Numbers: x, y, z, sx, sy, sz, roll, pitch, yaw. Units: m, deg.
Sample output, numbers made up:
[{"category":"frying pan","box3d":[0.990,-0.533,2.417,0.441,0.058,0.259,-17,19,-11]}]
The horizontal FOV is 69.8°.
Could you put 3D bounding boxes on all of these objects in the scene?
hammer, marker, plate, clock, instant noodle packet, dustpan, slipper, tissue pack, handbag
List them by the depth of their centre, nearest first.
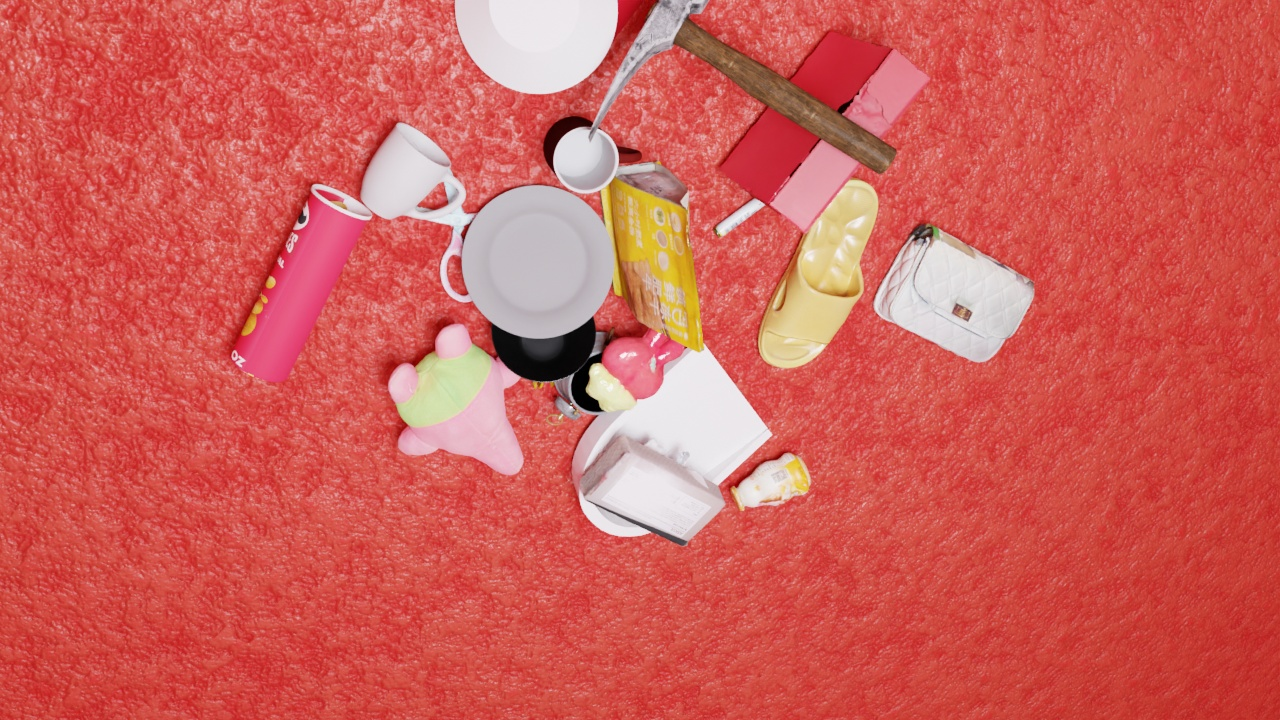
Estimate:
[{"category":"hammer","box3d":[0.116,-0.254,0.966,0.300,0.037,0.218,32,92,-1]},{"category":"plate","box3d":[-0.111,-0.373,0.969,0.174,0.036,0.174,0,104,-2]},{"category":"instant noodle packet","box3d":[0.027,-0.119,1.032,0.084,0.221,0.163,-12,116,-13]},{"category":"plate","box3d":[-0.120,-0.115,1.080,0.178,0.012,0.178,-1,96,-11]},{"category":"marker","box3d":[0.153,-0.201,1.140,0.146,0.017,0.017,-36,116,3]},{"category":"clock","box3d":[-0.065,0.028,1.162,0.148,0.056,0.104,-46,124,3]},{"category":"slipper","box3d":[0.237,-0.101,1.171,0.099,0.078,0.264,11,109,-20]},{"category":"tissue pack","box3d":[0.019,0.162,1.185,0.181,0.071,0.104,31,110,-29]},{"category":"dustpan","box3d":[0.032,0.124,1.218,0.258,0.053,0.191,-37,121,5]},{"category":"handbag","box3d":[0.422,-0.084,1.226,0.194,0.072,0.139,21,105,-21]}]

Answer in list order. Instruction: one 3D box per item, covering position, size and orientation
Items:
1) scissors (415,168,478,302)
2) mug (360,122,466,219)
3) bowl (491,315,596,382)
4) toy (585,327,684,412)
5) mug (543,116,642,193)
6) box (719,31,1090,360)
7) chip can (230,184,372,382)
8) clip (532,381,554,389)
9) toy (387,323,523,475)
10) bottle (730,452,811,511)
[{"category":"scissors","box3d":[-0.203,-0.146,1.078,0.170,0.013,0.176,8,110,-17]},{"category":"mug","box3d":[-0.251,-0.194,1.016,0.107,0.071,0.089,34,109,-28]},{"category":"bowl","box3d":[-0.118,-0.030,1.115,0.124,0.052,0.124,2,78,-8]},{"category":"toy","box3d":[-0.007,0.007,1.118,0.135,0.045,0.091,-45,121,4]},{"category":"mug","box3d":[-0.053,-0.234,1.039,0.105,0.082,0.073,-4,113,-13]},{"category":"box","box3d":[0.292,-0.194,1.051,0.374,0.148,0.213,38,98,1]},{"category":"chip can","box3d":[-0.383,-0.084,1.029,0.069,0.069,0.221,26,104,-22]},{"category":"clip","box3d":[-0.127,0.015,1.151,0.046,0.054,0.048,-25,143,21]},{"category":"toy","box3d":[-0.212,0.060,1.126,0.192,0.097,0.237,-37,130,-6]},{"category":"bottle","box3d":[0.180,0.173,1.280,0.108,0.063,0.063,-23,116,-3]}]
